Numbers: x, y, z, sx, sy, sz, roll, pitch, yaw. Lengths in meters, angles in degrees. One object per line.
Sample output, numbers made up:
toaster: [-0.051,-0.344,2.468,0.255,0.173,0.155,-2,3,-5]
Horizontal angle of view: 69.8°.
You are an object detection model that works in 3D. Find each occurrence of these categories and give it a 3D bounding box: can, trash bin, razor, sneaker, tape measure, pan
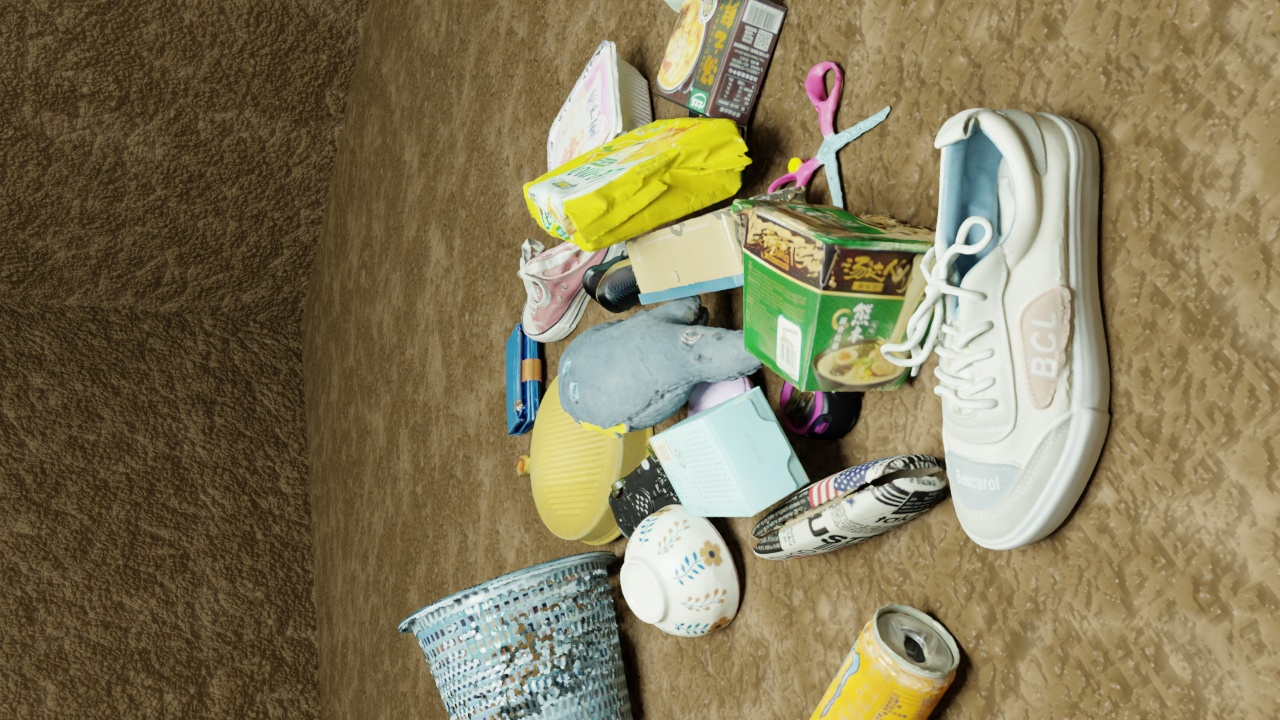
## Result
can: [0.143,0.225,0.579,0.058,0.058,0.146,57,135,50]
trash bin: [-0.101,0.317,0.900,0.227,0.226,0.195,-44,61,52]
razor: [0.005,-0.087,0.907,0.168,0.062,0.067,-13,43,56]
sneaker: [0.188,-0.018,0.494,0.090,0.090,0.242,3,89,64]
tape measure: [0.127,0.028,0.659,0.057,0.039,0.058,46,126,55]
sneaker: [-0.100,-0.097,1.062,0.242,0.087,0.118,-41,51,52]
pan: [-0.087,0.111,1.054,0.358,0.078,0.197,-15,70,55]

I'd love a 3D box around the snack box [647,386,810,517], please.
snack box: [0.060,0.074,0.688,0.074,0.051,0.175,61,166,3]

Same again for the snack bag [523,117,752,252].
snack bag: [-0.009,-0.153,0.806,0.068,0.158,0.246,65,172,-18]

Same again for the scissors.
scissors: [0.138,-0.162,0.694,0.134,0.017,0.133,-27,62,54]

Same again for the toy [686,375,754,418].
toy: [0.066,0.032,0.776,0.108,0.039,0.084,-146,61,-63]

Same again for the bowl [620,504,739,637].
bowl: [0.024,0.185,0.776,0.113,0.062,0.113,24,123,44]

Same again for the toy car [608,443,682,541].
toy car: [0.019,0.118,0.839,0.071,0.041,0.156,59,140,15]

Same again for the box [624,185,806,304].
box: [0.058,-0.090,0.744,0.185,0.089,0.062,-8,102,65]

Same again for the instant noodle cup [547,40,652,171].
instant noodle cup: [-0.043,-0.241,0.999,0.174,0.060,0.137,-42,46,51]

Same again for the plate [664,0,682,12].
plate: [0.061,-0.450,0.871,0.231,0.027,0.230,-19,69,61]

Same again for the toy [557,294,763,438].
toy: [-0.005,0.005,0.802,0.091,0.137,0.357,56,163,-13]

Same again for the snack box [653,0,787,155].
snack box: [0.067,-0.261,0.814,0.113,0.053,0.126,46,121,55]

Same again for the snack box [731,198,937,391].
snack box: [0.125,-0.040,0.596,0.118,0.117,0.106,-137,52,-60]

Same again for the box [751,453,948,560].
box: [0.135,0.105,0.609,0.060,0.071,0.165,59,146,11]

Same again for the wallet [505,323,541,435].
wallet: [-0.155,0.025,1.205,0.107,0.040,0.133,140,129,-65]
